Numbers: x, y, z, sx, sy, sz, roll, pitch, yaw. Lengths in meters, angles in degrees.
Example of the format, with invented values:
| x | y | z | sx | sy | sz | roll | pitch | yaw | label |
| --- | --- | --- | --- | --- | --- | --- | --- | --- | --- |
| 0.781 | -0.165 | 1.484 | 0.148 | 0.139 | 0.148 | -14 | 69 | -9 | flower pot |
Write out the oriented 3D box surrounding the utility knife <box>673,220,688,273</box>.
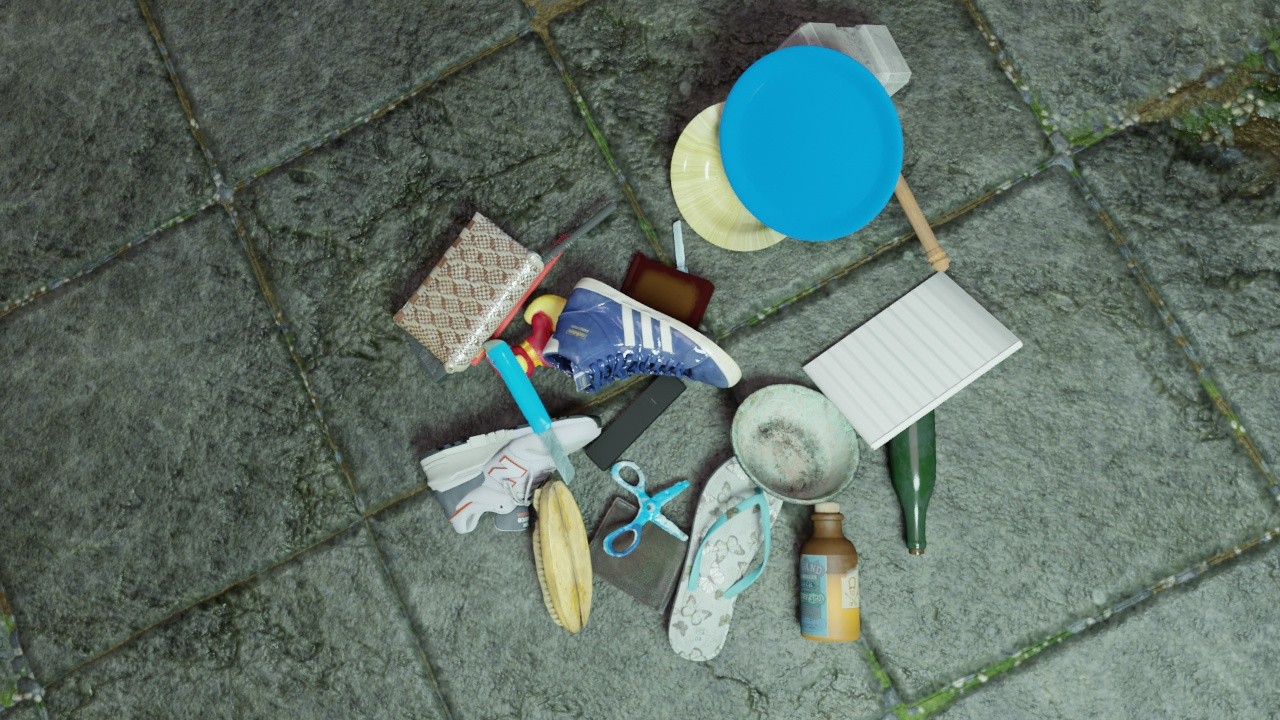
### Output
| x | y | z | sx | sy | sz | roll | pitch | yaw | label |
| --- | --- | --- | --- | --- | --- | --- | --- | --- | --- |
| 0.054 | -0.099 | 1.173 | 0.022 | 0.015 | 0.166 | -6 | 83 | 6 | utility knife |

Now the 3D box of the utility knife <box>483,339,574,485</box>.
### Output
| x | y | z | sx | sy | sz | roll | pitch | yaw | label |
| --- | --- | --- | --- | --- | --- | --- | --- | --- | --- |
| -0.131 | 0.056 | 1.088 | 0.031 | 0.015 | 0.221 | -35 | 61 | 5 | utility knife |

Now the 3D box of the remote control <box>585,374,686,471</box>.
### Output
| x | y | z | sx | sy | sz | roll | pitch | yaw | label |
| --- | --- | --- | --- | --- | --- | --- | --- | --- | --- |
| -0.006 | 0.075 | 1.156 | 0.150 | 0.013 | 0.034 | -45 | 77 | -1 | remote control |

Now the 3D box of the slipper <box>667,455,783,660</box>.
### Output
| x | y | z | sx | sy | sz | roll | pitch | yaw | label |
| --- | --- | --- | --- | --- | --- | --- | --- | --- | --- |
| 0.100 | 0.226 | 1.087 | 0.098 | 0.055 | 0.268 | 24 | 85 | -8 | slipper |

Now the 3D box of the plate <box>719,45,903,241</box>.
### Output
| x | y | z | sx | sy | sz | roll | pitch | yaw | label |
| --- | --- | --- | --- | --- | --- | --- | --- | --- | --- |
| 0.196 | -0.249 | 1.061 | 0.224 | 0.024 | 0.225 | 18 | 124 | 27 | plate |

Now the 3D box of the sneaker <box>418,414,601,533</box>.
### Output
| x | y | z | sx | sy | sz | roll | pitch | yaw | label |
| --- | --- | --- | --- | --- | --- | --- | --- | --- | --- |
| -0.152 | 0.147 | 1.135 | 0.240 | 0.088 | 0.124 | -14 | 84 | 14 | sneaker |

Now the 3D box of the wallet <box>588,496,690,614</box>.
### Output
| x | y | z | sx | sy | sz | roll | pitch | yaw | label |
| --- | --- | --- | --- | --- | --- | --- | --- | --- | --- |
| -0.001 | 0.237 | 1.126 | 0.120 | 0.031 | 0.099 | 27 | 83 | 13 | wallet |

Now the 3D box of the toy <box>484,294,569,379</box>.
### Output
| x | y | z | sx | sy | sz | roll | pitch | yaw | label |
| --- | --- | --- | --- | --- | --- | --- | --- | --- | --- |
| -0.123 | -0.020 | 1.167 | 0.137 | 0.067 | 0.105 | -40 | 81 | -12 | toy |

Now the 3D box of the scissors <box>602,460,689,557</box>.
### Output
| x | y | z | sx | sy | sz | roll | pitch | yaw | label |
| --- | --- | --- | --- | --- | --- | --- | --- | --- | --- |
| 0.000 | 0.183 | 1.117 | 0.134 | 0.011 | 0.139 | 37 | 67 | 22 | scissors |

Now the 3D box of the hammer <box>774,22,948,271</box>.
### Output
| x | y | z | sx | sy | sz | roll | pitch | yaw | label |
| --- | --- | --- | --- | --- | --- | --- | --- | --- | --- |
| 0.287 | -0.246 | 1.090 | 0.162 | 0.083 | 0.317 | -16 | 76 | -39 | hammer |

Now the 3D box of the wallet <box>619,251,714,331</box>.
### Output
| x | y | z | sx | sy | sz | roll | pitch | yaw | label |
| --- | --- | --- | --- | --- | --- | --- | --- | --- | --- |
| 0.027 | -0.078 | 1.163 | 0.116 | 0.018 | 0.091 | 23 | 89 | 20 | wallet |

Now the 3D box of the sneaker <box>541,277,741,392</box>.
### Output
| x | y | z | sx | sy | sz | roll | pitch | yaw | label |
| --- | --- | --- | --- | --- | --- | --- | --- | --- | --- |
| -0.007 | 0.005 | 1.104 | 0.233 | 0.092 | 0.118 | 31 | 68 | 6 | sneaker |

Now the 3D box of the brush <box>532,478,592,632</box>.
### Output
| x | y | z | sx | sy | sz | roll | pitch | yaw | label |
| --- | --- | --- | --- | --- | --- | --- | --- | --- | --- |
| -0.095 | 0.233 | 1.098 | 0.043 | 0.059 | 0.195 | 7 | 110 | 46 | brush |

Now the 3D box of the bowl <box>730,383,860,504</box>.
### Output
| x | y | z | sx | sy | sz | roll | pitch | yaw | label |
| --- | --- | --- | --- | --- | --- | --- | --- | --- | --- |
| 0.179 | 0.105 | 1.091 | 0.157 | 0.039 | 0.157 | 5 | 58 | -8 | bowl |

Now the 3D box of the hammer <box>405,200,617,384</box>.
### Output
| x | y | z | sx | sy | sz | roll | pitch | yaw | label |
| --- | --- | --- | --- | --- | --- | --- | --- | --- | --- |
| -0.165 | -0.105 | 1.189 | 0.325 | 0.015 | 0.095 | -38 | 75 | 5 | hammer |

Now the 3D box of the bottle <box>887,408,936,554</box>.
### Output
| x | y | z | sx | sy | sz | roll | pitch | yaw | label |
| --- | --- | --- | --- | --- | --- | --- | --- | --- | --- |
| 0.322 | 0.141 | 1.083 | 0.055 | 0.055 | 0.174 | -1 | 83 | 7 | bottle |

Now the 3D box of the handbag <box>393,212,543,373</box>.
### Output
| x | y | z | sx | sy | sz | roll | pitch | yaw | label |
| --- | --- | --- | --- | --- | --- | --- | --- | --- | --- |
| -0.217 | -0.085 | 1.167 | 0.124 | 0.047 | 0.186 | 38 | 90 | 24 | handbag |

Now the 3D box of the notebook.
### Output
| x | y | z | sx | sy | sz | roll | pitch | yaw | label |
| --- | --- | --- | --- | --- | --- | --- | --- | --- | --- |
| 0.320 | -0.004 | 1.094 | 0.210 | 0.009 | 0.142 | -35 | 52 | 0 | notebook |

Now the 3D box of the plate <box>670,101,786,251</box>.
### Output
| x | y | z | sx | sy | sz | roll | pitch | yaw | label |
| --- | --- | --- | --- | --- | --- | --- | --- | --- | --- |
| 0.131 | -0.232 | 1.148 | 0.184 | 0.036 | 0.184 | 9 | 112 | 22 | plate |

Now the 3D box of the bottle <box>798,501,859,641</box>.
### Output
| x | y | z | sx | sy | sz | roll | pitch | yaw | label |
| --- | --- | --- | --- | --- | --- | --- | --- | --- | --- |
| 0.220 | 0.245 | 1.074 | 0.068 | 0.068 | 0.157 | -1 | 82 | 7 | bottle |

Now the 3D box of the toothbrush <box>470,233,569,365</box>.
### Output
| x | y | z | sx | sy | sz | roll | pitch | yaw | label |
| --- | --- | --- | --- | --- | --- | --- | --- | --- | --- |
| -0.157 | -0.080 | 1.197 | 0.012 | 0.018 | 0.212 | 37 | 88 | 11 | toothbrush |
